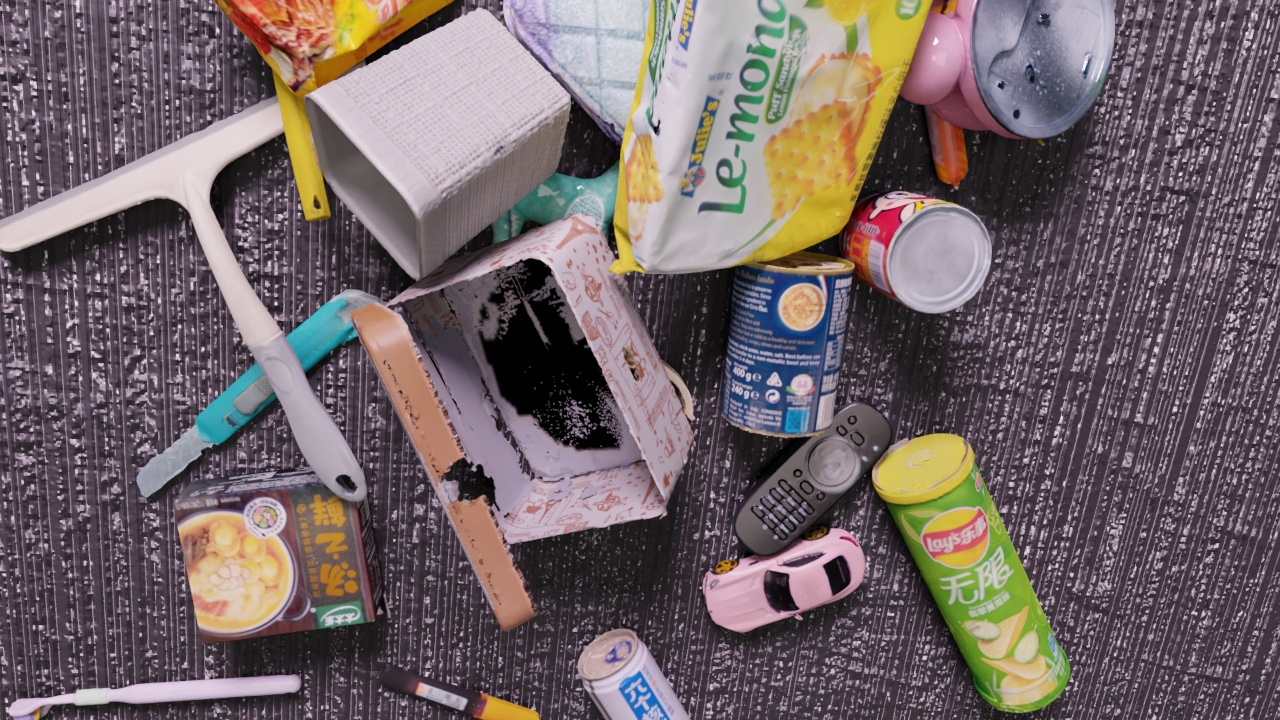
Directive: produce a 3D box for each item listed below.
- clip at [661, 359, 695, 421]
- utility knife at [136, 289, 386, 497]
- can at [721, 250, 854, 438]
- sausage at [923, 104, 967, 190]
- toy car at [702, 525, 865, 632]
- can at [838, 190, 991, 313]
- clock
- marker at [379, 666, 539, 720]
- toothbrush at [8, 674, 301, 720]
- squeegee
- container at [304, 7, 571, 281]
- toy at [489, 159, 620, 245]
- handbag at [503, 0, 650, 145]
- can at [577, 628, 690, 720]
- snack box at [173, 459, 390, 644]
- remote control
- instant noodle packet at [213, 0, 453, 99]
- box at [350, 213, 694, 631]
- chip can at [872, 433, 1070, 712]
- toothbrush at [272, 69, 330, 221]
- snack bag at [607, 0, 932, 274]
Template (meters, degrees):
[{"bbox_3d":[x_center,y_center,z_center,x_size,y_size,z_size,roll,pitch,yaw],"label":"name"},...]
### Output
[{"bbox_3d":[-0.012,0.011,0.614,0.083,0.034,0.104,-43,103,5],"label":"clip"},{"bbox_3d":[-0.250,0.022,0.596,0.207,0.013,0.029,-39,107,5],"label":"utility knife"},{"bbox_3d":[0.094,-0.012,0.599,0.075,0.075,0.111,2,106,-8],"label":"can"},{"bbox_3d":[0.188,-0.188,0.586,0.021,0.021,0.165,-17,108,-3],"label":"sausage"},{"bbox_3d":[0.106,0.163,0.674,0.122,0.037,0.056,-20,106,0],"label":"toy car"},{"bbox_3d":[0.169,-0.072,0.581,0.066,0.093,0.066,-2,106,-7],"label":"can"},{"bbox_3d":[0.207,-0.198,0.547,0.158,0.060,0.117,15,94,-29],"label":"clock"},{"bbox_3d":[-0.133,0.251,0.680,0.124,0.015,0.018,22,101,-11],"label":"marker"},{"bbox_3d":[-0.337,0.237,0.646,0.189,0.029,0.021,-3,69,-8],"label":"toothbrush"},{"bbox_3d":[-0.228,-0.020,0.550,0.246,0.039,0.246,-24,98,0],"label":"squeegee"},{"bbox_3d":[-0.107,-0.122,0.509,0.114,0.090,0.090,-40,83,-22],"label":"container"},{"bbox_3d":[-0.061,-0.094,0.580,0.092,0.030,0.097,19,111,-8],"label":"toy"},{"bbox_3d":[0.024,-0.225,0.527,0.194,0.075,0.134,-44,113,8],"label":"handbag"},{"bbox_3d":[0.006,0.266,0.681,0.053,0.053,0.134,-28,108,1],"label":"can"},{"bbox_3d":[-0.236,0.136,0.617,0.113,0.053,0.126,-7,102,-6],"label":"snack box"},{"bbox_3d":[0.121,0.083,0.657,0.136,0.024,0.053,-45,98,4],"label":"remote control"},{"bbox_3d":[-0.170,-0.220,0.503,0.128,0.044,0.111,-46,112,-18],"label":"instant noodle packet"},{"bbox_3d":[-0.085,0.036,0.523,0.153,0.177,0.182,-17,110,24],"label":"box"},{"bbox_3d":[0.245,0.159,0.672,0.072,0.072,0.221,-29,108,2],"label":"chip can"},{"bbox_3d":[-0.204,-0.174,0.520,0.015,0.017,0.190,-14,96,-26],"label":"toothbrush"},{"bbox_3d":[0.068,-0.159,0.492,0.157,0.068,0.247,-12,134,-30],"label":"snack bag"}]
